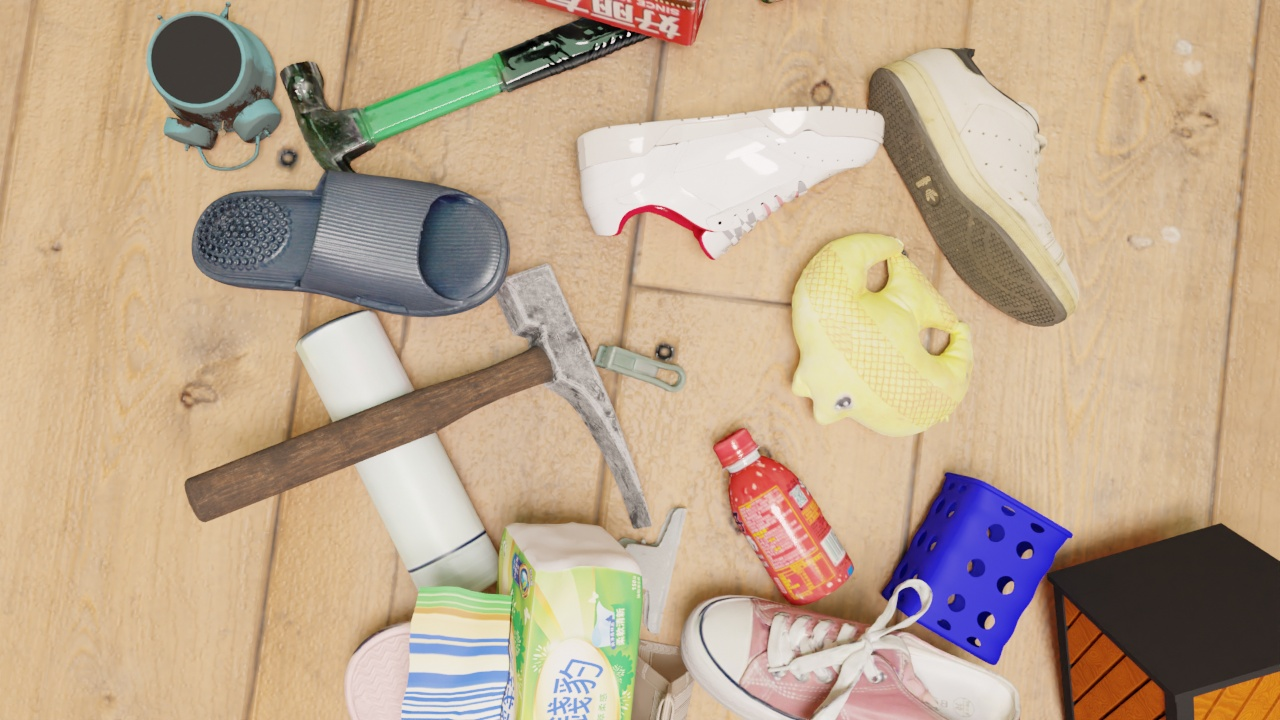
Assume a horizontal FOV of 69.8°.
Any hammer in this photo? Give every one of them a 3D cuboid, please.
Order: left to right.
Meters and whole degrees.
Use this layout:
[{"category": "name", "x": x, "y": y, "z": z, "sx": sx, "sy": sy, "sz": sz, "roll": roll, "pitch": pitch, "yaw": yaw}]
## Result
[{"category": "hammer", "x": -0.151, "y": 0.076, "z": 0.655, "sx": 0.299, "sy": 0.037, "sz": 0.217, "roll": -23, "pitch": 87, "yaw": -28}, {"category": "hammer", "x": -0.113, "y": -0.227, "z": 0.733, "sx": 0.318, "sy": 0.032, "sz": 0.130, "roll": -23, "pitch": 88, "yaw": -4}]

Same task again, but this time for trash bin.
[{"category": "trash bin", "x": 0.399, "y": 0.240, "z": 0.650, "sx": 0.139, "sy": 0.139, "sz": 0.172, "roll": -15, "pitch": 110, "yaw": -3}]

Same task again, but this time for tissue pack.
[{"category": "tissue pack", "x": -0.086, "y": 0.213, "z": 0.615, "sx": 0.141, "sy": 0.120, "sz": 0.197, "roll": 4, "pitch": 89, "yaw": -20}]

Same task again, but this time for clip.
[{"category": "clip", "x": 0.002, "y": 0.007, "z": 0.728, "sx": 0.075, "sy": 0.061, "sz": 0.023, "roll": 18, "pitch": 88, "yaw": -17}, {"category": "clip", "x": 0.002, "y": 0.161, "z": 0.719, "sx": 0.054, "sy": 0.044, "sz": 0.101, "roll": 13, "pitch": 86, "yaw": -14}]

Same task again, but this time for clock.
[{"category": "clock", "x": -0.331, "y": -0.210, "z": 0.711, "sx": 0.090, "sy": 0.053, "sz": 0.124, "roll": -13, "pitch": 91, "yaw": -2}]

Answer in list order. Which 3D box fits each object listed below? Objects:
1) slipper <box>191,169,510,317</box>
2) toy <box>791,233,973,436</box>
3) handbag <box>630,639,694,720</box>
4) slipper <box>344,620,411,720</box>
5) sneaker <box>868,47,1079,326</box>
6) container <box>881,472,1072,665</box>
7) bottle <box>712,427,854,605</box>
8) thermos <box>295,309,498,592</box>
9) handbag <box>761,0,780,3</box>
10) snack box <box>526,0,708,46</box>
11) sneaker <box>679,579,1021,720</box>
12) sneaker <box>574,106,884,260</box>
[{"category": "slipper", "x": -0.225, "y": -0.096, "z": 0.666, "sx": 0.264, "sy": 0.082, "sz": 0.101, "roll": 5, "pitch": 75, "yaw": 15}, {"category": "toy", "x": 0.185, "y": -0.012, "z": 0.721, "sx": 0.154, "sy": 0.065, "sz": 0.170, "roll": -41, "pitch": 96, "yaw": -16}, {"category": "handbag", "x": 0.005, "y": 0.307, "z": 0.630, "sx": 0.062, "sy": 0.198, "sz": 0.175, "roll": 12, "pitch": 87, "yaw": -2}, {"category": "slipper", "x": -0.135, "y": 0.292, "z": 0.697, "sx": 0.106, "sy": 0.055, "sz": 0.221, "roll": -30, "pitch": 100, "yaw": -4}, {"category": "sneaker", "x": 0.280, "y": -0.144, "z": 0.723, "sx": 0.102, "sy": 0.089, "sz": 0.241, "roll": -30, "pitch": 85, "yaw": -11}, {"category": "container", "x": 0.253, "y": 0.157, "z": 0.703, "sx": 0.084, "sy": 0.085, "sz": 0.113, "roll": 30, "pitch": 88, "yaw": 0}, {"category": "bottle", "x": 0.104, "y": 0.117, "z": 0.711, "sx": 0.062, "sy": 0.062, "sz": 0.137, "roll": -31, "pitch": 89, "yaw": -3}, {"category": "thermos", "x": -0.182, "y": 0.076, "z": 0.699, "sx": 0.068, "sy": 0.068, "sz": 0.230, "roll": -27, "pitch": 90, "yaw": -3}, {"category": "handbag", "x": 0.168, "y": -0.377, "z": 0.717, "sx": 0.198, "sy": 0.096, "sz": 0.142, "roll": -22, "pitch": 90, "yaw": -5}, {"category": "snack box", "x": -0.054, "y": -0.335, "z": 0.707, "sx": 0.236, "sy": 0.060, "sz": 0.113, "roll": 17, "pitch": 77, "yaw": 4}, {"category": "sneaker", "x": 0.145, "y": 0.213, "z": 0.638, "sx": 0.241, "sy": 0.088, "sz": 0.118, "roll": 12, "pitch": 52, "yaw": 10}, {"category": "sneaker", "x": 0.071, "y": -0.134, "z": 0.711, "sx": 0.236, "sy": 0.090, "sz": 0.104, "roll": -6, "pitch": 97, "yaw": -4}]
